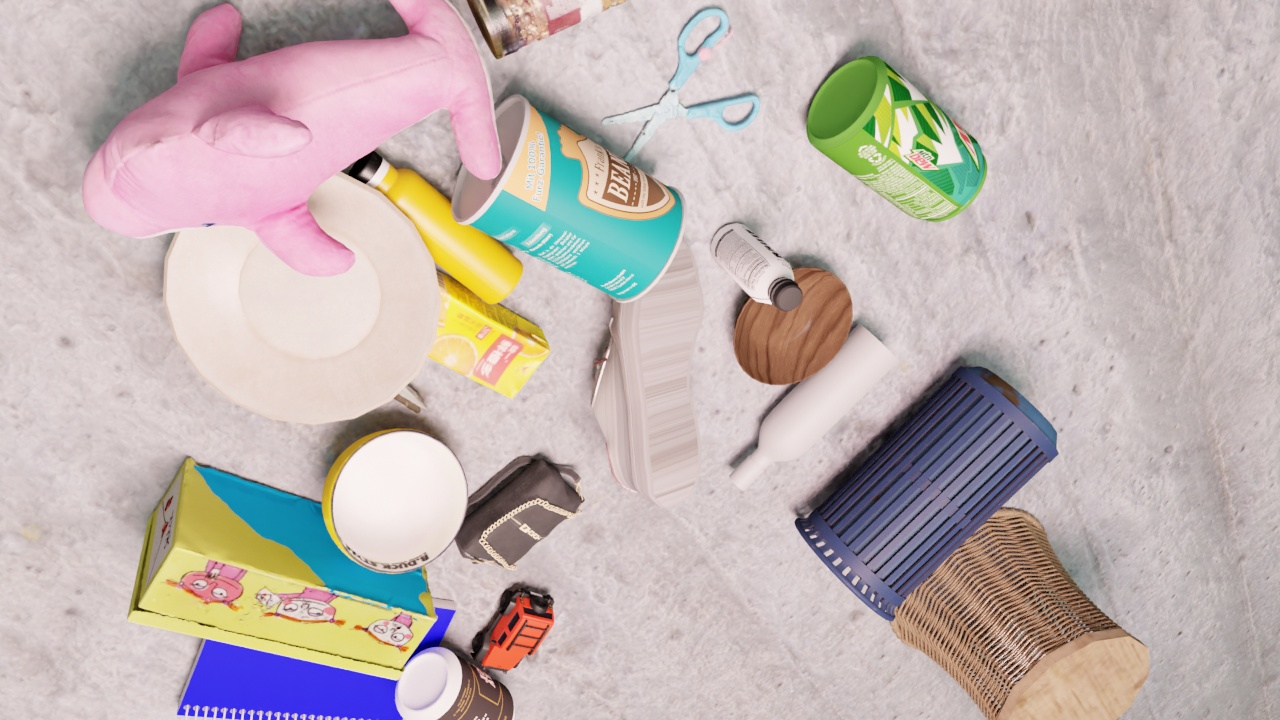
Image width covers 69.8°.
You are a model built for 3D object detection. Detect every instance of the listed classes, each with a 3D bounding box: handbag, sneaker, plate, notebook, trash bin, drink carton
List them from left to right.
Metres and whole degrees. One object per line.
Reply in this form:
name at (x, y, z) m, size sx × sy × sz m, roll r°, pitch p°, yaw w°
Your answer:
plate at (-0.240, -0.046, 0.663) m, size 0.188 × 0.027 × 0.189 m, roll -2°, pitch 108°, yaw -8°
notebook at (-0.305, 0.284, 0.871) m, size 0.209 × 0.022 × 0.172 m, roll 18°, pitch 110°, yaw -29°
drink carton at (-0.143, -0.025, 0.738) m, size 0.134 × 0.043 × 0.059 m, roll 30°, pitch 108°, yaw -31°
handbag at (-0.109, 0.144, 0.852) m, size 0.128 × 0.054 × 0.079 m, roll -40°, pitch 136°, yaw 1°
sneaker at (-0.004, 0.005, 0.788) m, size 0.099 × 0.090 × 0.236 m, roll -8°, pitch 100°, yaw -47°
trash bin at (0.296, 0.129, 0.942) m, size 0.250 × 0.139 × 0.139 m, roll -46°, pitch 124°, yaw 7°

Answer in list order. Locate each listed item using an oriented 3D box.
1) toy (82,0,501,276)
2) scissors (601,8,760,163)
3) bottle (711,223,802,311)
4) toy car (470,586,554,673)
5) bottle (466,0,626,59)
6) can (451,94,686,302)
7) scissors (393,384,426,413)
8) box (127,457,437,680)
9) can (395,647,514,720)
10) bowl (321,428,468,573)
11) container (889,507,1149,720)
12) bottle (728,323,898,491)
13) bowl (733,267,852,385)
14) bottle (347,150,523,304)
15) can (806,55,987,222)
toy at (-0.217, -0.143, 0.558) m, size 0.265 × 0.128 × 0.187 m, roll -25°, pitch 99°, yaw -8°
scissors at (0.040, -0.201, 0.727) m, size 0.118 × 0.015 × 0.139 m, roll 30°, pitch 111°, yaw -31°
bottle at (0.097, -0.075, 0.756) m, size 0.041 × 0.116 × 0.041 m, roll -10°, pitch 122°, yaw -16°
toy car at (-0.125, 0.273, 0.915) m, size 0.051 × 0.048 × 0.100 m, roll 23°, pitch 109°, yaw -30°
bottle at (-0.063, -0.253, 0.626) m, size 0.105 × 0.056 × 0.056 m, roll -26°, pitch 125°, yaw -5°
can at (-0.052, -0.117, 0.683) m, size 0.144 × 0.099 × 0.099 m, roll 25°, pitch 108°, yaw -31°
scissors at (-0.236, -0.024, 0.719) m, size 0.188 × 0.015 × 0.140 m, roll 11°, pitch 113°, yaw -27°
box at (-0.285, 0.175, 0.754) m, size 0.221 × 0.124 × 0.079 m, roll 29°, pitch 106°, yaw -34°
can at (-0.180, 0.335, 0.903) m, size 0.072 × 0.072 × 0.128 m, roll -33°, pitch 139°, yaw -1°
bowl at (-0.211, 0.114, 0.766) m, size 0.117 × 0.068 × 0.117 m, roll 0°, pitch 90°, yaw -37°
container at (0.443, 0.323, 1.073) m, size 0.226 × 0.196 × 0.227 m, roll -10°, pitch 122°, yaw -16°
bottle at (0.162, 0.052, 0.894) m, size 0.195 × 0.052 × 0.052 m, roll -46°, pitch 124°, yaw 9°
bowl at (0.134, -0.036, 0.844) m, size 0.119 × 0.032 × 0.119 m, roll -9°, pitch 122°, yaw -16°
bottle at (-0.153, -0.100, 0.689) m, size 0.043 × 0.043 × 0.143 m, roll -45°, pitch 124°, yaw 8°
can at (0.214, -0.179, 0.759) m, size 0.144 × 0.083 × 0.083 m, roll 26°, pitch 107°, yaw -31°
